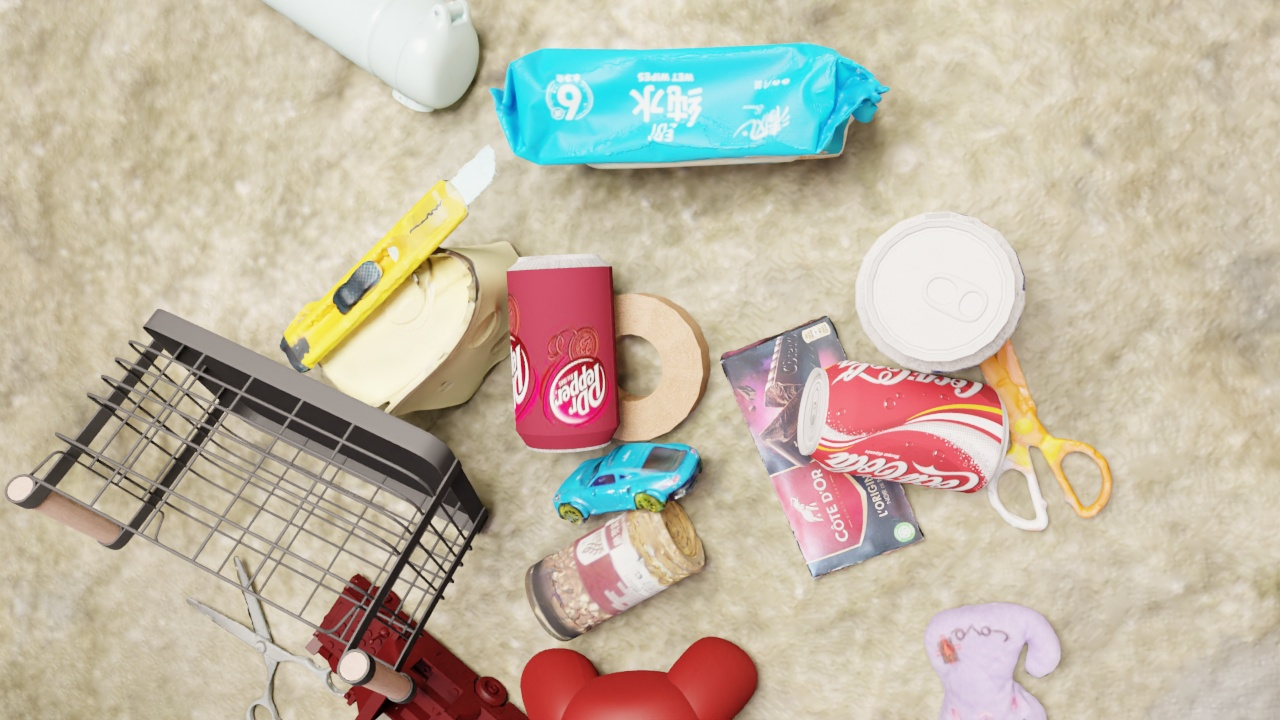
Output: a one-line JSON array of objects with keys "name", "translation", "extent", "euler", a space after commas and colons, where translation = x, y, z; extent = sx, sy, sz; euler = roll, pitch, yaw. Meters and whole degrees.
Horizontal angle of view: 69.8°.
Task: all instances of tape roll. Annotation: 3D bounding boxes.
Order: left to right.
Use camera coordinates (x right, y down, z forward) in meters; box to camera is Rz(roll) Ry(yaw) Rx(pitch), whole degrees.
[{"name": "tape roll", "translation": [-0.004, 0.003, 0.590], "extent": [0.094, 0.027, 0.094], "euler": [2, 96, 15]}]

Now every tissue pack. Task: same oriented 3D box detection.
[{"name": "tissue pack", "translation": [0.033, -0.143, 0.520], "extent": [0.209, 0.116, 0.066], "euler": [2, 102, 15]}]

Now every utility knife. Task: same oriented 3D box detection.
[{"name": "utility knife", "translation": [-0.141, -0.055, 0.508], "extent": [0.175, 0.017, 0.030], "euler": [-40, 84, 13]}]

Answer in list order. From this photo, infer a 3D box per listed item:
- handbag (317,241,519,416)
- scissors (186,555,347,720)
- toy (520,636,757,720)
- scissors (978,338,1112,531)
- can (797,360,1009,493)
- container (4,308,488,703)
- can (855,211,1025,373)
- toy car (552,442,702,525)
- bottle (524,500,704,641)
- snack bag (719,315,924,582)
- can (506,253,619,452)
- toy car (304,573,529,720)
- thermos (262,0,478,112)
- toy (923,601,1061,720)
[{"name": "handbag", "translation": [-0.128, -0.025, 0.573], "extent": [0.111, 0.119, 0.081], "euler": [-40, 83, 15]}, {"name": "scissors", "translation": [-0.269, 0.221, 0.692], "extent": [0.172, 0.014, 0.141], "euler": [7, 101, 13]}, {"name": "toy", "translation": [0.001, 0.281, 0.572], "extent": [0.158, 0.120, 0.197], "euler": [-6, 88, 4]}, {"name": "scissors", "translation": [0.220, 0.040, 0.545], "extent": [0.074, 0.012, 0.131], "euler": [-30, 84, 19]}, {"name": "can", "translation": [0.148, 0.037, 0.524], "extent": [0.105, 0.064, 0.064], "euler": [9, 98, -3]}, {"name": "container", "translation": [-0.225, 0.092, 0.566], "extent": [0.241, 0.163, 0.130], "euler": [23, 67, 11]}, {"name": "can", "translation": [0.157, -0.033, 0.484], "extent": [0.078, 0.136, 0.078], "euler": [0, 91, 18]}, {"name": "toy car", "translation": [-0.012, 0.074, 0.579], "extent": [0.106, 0.048, 0.032], "euler": [-15, 115, 32]}, {"name": "bottle", "translation": [-0.017, 0.134, 0.593], "extent": [0.105, 0.056, 0.056], "euler": [-32, 87, 15]}, {"name": "snack bag", "translation": [0.112, 0.054, 0.571], "extent": [0.075, 0.018, 0.155], "euler": [-23, 91, 13]}, {"name": "can", "translation": [-0.046, -0.006, 0.552], "extent": [0.063, 0.063, 0.114], "euler": [-1, 96, 15]}, {"name": "toy car", "translation": [-0.160, 0.230, 0.638], "extent": [0.170, 0.061, 0.070], "euler": [37, 103, 8]}, {"name": "thermos", "translation": [-0.198, -0.240, 0.596], "extent": [0.207, 0.065, 0.078], "euler": [35, 126, 9]}, {"name": "toy", "translation": [0.214, 0.195, 0.549], "extent": [0.080, 0.036, 0.099], "euler": [-15, 90, 17]}]
